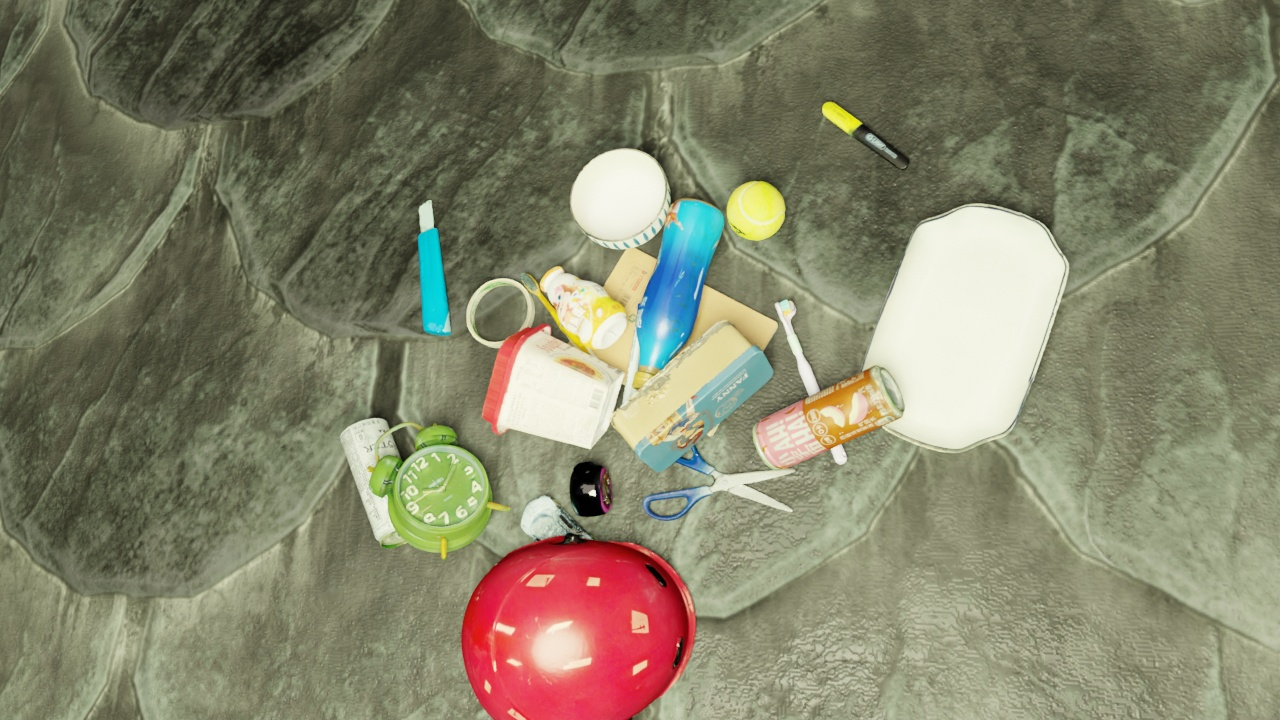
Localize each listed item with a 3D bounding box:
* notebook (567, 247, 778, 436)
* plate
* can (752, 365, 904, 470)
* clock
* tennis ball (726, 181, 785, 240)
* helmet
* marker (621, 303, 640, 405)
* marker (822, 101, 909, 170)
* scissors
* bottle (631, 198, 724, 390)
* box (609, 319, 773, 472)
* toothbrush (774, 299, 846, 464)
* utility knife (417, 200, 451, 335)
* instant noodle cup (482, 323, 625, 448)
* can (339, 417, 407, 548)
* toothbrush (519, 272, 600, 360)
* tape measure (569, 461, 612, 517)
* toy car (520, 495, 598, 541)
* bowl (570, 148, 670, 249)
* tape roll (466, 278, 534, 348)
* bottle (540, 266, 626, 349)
[{"bbox_3d":[0.032,-0.026,1.047,0.208,0.008,0.147,30,86,21],"label":"notebook"},{"bbox_3d":[0.331,-0.033,0.946,0.162,0.034,0.265,19,81,20],"label":"plate"},{"bbox_3d":[0.189,0.059,0.929,0.148,0.057,0.058,-29,68,28],"label":"can"},{"bbox_3d":[-0.233,0.138,1.026,0.115,0.056,0.161,-36,75,-29],"label":"clock"},{"bbox_3d":[0.129,-0.167,1.025,0.065,0.065,0.065,-4,74,15],"label":"tennis ball"},{"bbox_3d":[-0.069,0.279,0.914,0.240,0.144,0.207,-16,81,7],"label":"helmet"},{"bbox_3d":[-0.006,0.006,1.036,0.017,0.017,0.145,5,78,18],"label":"marker"},{"bbox_3d":[0.255,-0.255,1.039,0.124,0.015,0.018,44,94,20],"label":"marker"},{"bbox_3d":[0.077,0.126,0.992,0.163,0.012,0.160,-32,70,5],"label":"scissors"},{"bbox_3d":[0.035,-0.070,1.016,0.065,0.065,0.218,13,79,19],"label":"bottle"},{"bbox_3d":[0.059,0.034,0.970,0.184,0.090,0.061,-40,63,4],"label":"box"},{"bbox_3d":[0.184,0.022,0.984,0.021,0.029,0.189,-38,64,48],"label":"toothbrush"},{"bbox_3d":[-0.263,-0.118,1.153,0.034,0.018,0.187,-10,72,2],"label":"utility knife"},{"bbox_3d":[-0.092,0.034,1.008,0.124,0.116,0.117,21,107,9],"label":"instant noodle cup"},{"bbox_3d":[-0.302,0.142,1.074,0.058,0.058,0.146,-30,69,7],"label":"can"},{"bbox_3d":[-0.087,-0.037,1.071,0.016,0.018,0.191,-41,68,6],"label":"toothbrush"},{"bbox_3d":[-0.052,0.141,1.001,0.039,0.057,0.057,-6,65,14],"label":"tape measure"},{"bbox_3d":[-0.091,0.192,1.013,0.105,0.031,0.049,39,88,23],"label":"toy car"},{"bbox_3d":[-0.018,-0.181,1.072,0.116,0.066,0.116,-4,73,15],"label":"bowl"},{"bbox_3d":[-0.170,-0.057,1.112,0.086,0.014,0.085,-4,75,15],"label":"tape roll"},{"bbox_3d":[-0.067,-0.063,1.048,0.108,0.063,0.063,42,90,22],"label":"bottle"}]
